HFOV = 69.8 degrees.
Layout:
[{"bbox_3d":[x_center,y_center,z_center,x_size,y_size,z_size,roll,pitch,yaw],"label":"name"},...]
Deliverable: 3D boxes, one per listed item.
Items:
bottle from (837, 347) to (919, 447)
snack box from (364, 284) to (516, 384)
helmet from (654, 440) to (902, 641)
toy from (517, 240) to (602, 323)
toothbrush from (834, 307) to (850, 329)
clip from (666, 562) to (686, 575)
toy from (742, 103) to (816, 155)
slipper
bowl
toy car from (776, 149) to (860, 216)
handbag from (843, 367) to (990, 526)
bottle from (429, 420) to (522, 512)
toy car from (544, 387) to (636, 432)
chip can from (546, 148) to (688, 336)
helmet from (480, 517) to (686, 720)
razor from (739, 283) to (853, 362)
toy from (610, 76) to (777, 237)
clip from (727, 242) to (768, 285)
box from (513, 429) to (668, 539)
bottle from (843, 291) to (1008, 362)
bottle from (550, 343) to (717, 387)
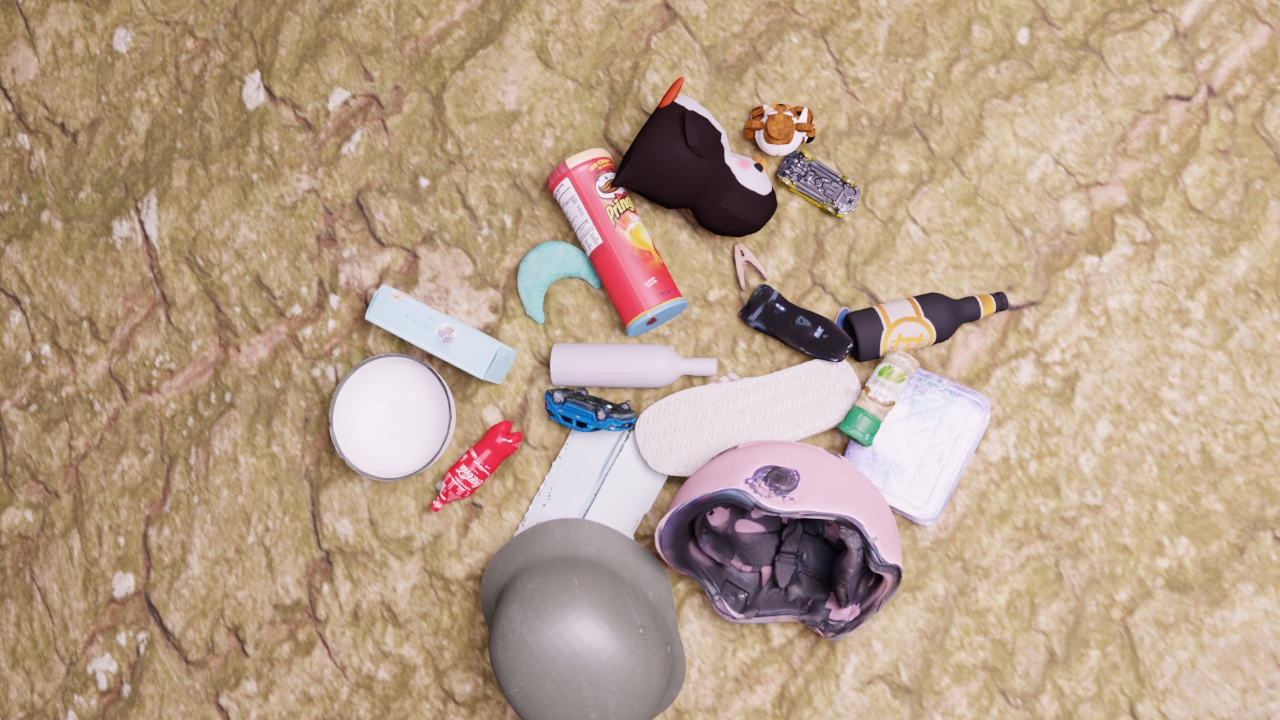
[{"bbox_3d":[0.264,0.041,1.013,0.043,0.043,0.111,33,88,11],"label":"bottle"},{"bbox_3d":[-0.243,-0.031,1.125,0.175,0.075,0.053,26,89,11],"label":"snack box"},{"bbox_3d":[0.150,0.174,0.983,0.255,0.230,0.152,8,49,10],"label":"helmet"},{"bbox_3d":[-0.108,-0.104,1.136,0.105,0.033,0.085,-32,94,6],"label":"toy"},{"bbox_3d":[0.229,0.002,1.079,0.021,0.017,0.135,12,86,4],"label":"toothbrush"},{"bbox_3d":[0.061,0.241,1.079,0.061,0.049,0.026,15,87,51],"label":"clip"},{"bbox_3d":[0.163,-0.273,1.074,0.087,0.112,0.067,5,96,8],"label":"toy"},{"bbox_3d":[0.125,0.063,1.069,0.263,0.052,0.115,-17,75,4],"label":"slipper"},{"bbox_3d":[-0.294,0.071,1.123,0.153,0.073,0.153,-1,83,9],"label":"bowl"},{"bbox_3d":[0.213,-0.211,1.098,0.107,0.030,0.049,36,89,13],"label":"toy car"},{"bbox_3d":[0.306,0.092,1.036,0.126,0.069,0.158,26,87,25],"label":"handbag"},{"bbox_3d":[-0.203,0.131,1.118,0.141,0.042,0.042,-45,80,2],"label":"bottle"},{"bbox_3d":[-0.060,0.061,1.082,0.120,0.056,0.043,14,100,36],"label":"toy car"},{"bbox_3d":[-0.028,-0.141,1.099,0.087,0.087,0.213,-28,81,5],"label":"chip can"},{"bbox_3d":[-0.064,0.326,1.005,0.227,0.153,0.268,-38,102,12],"label":"helmet"},{"bbox_3d":[0.179,-0.043,1.058,0.140,0.063,0.053,30,82,33],"label":"razor"},{"bbox_3d":[0.070,-0.207,1.069,0.184,0.159,0.140,35,79,-7],"label":"toy"},{"bbox_3d":[0.132,-0.117,1.105,0.061,0.026,0.049,14,76,17],"label":"clip"},{"bbox_3d":[-0.055,0.166,1.094,0.136,0.044,0.197,28,85,11],"label":"box"},{"bbox_3d":[0.328,-0.047,1.047,0.181,0.059,0.059,-14,82,-1],"label":"bottle"},{"bbox_3d":[-0.007,0.006,1.096,0.195,0.052,0.052,1,84,9],"label":"bottle"}]
